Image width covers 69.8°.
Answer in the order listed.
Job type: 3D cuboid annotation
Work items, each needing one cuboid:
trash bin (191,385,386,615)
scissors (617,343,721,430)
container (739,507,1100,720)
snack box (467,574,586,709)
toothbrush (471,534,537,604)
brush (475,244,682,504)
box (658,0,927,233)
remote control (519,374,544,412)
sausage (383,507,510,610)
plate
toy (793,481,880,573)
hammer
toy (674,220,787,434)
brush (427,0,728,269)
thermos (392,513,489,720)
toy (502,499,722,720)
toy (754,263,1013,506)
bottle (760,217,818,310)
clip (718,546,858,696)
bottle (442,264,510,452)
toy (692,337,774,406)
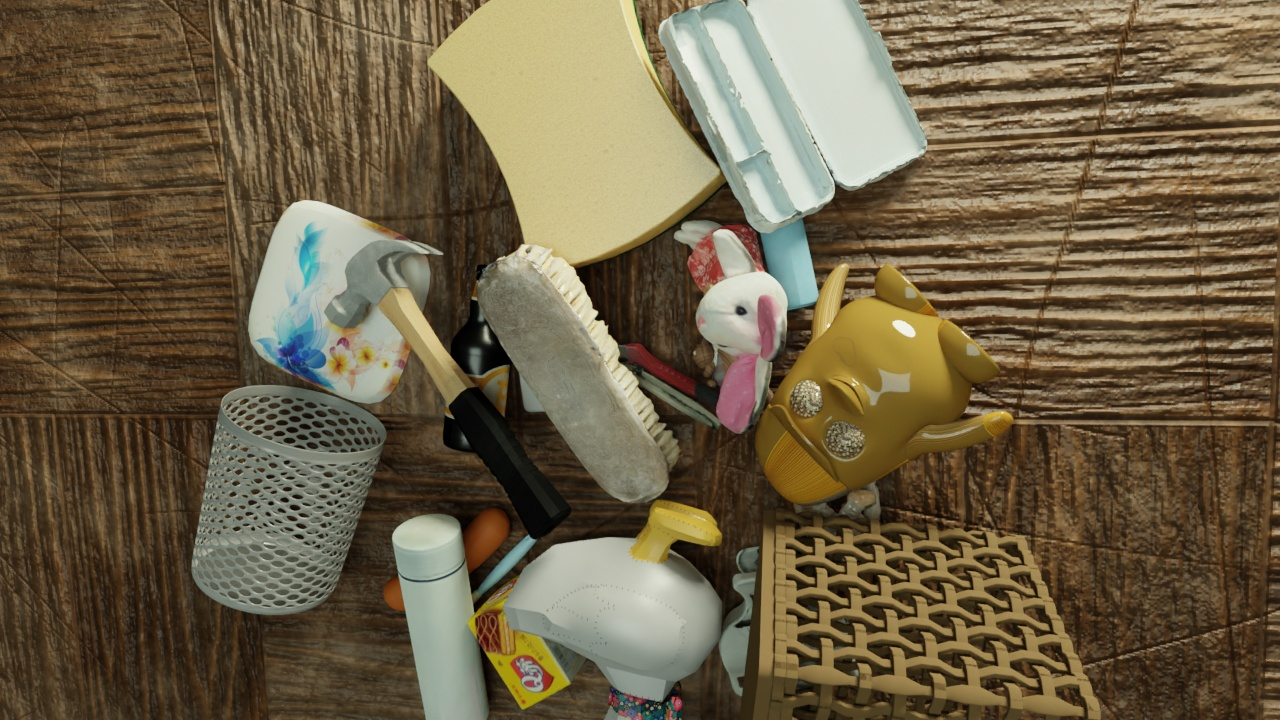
[{"bbox_3d":[-0.357,0.140,0.921,0.156,0.156,0.183,21,103,9],"label":"trash bin"},{"bbox_3d":[-0.001,0.002,0.879,0.188,0.015,0.147,51,141,-11],"label":"scissors"},{"bbox_3d":[0.192,0.286,0.733,0.214,0.219,0.252,6,113,6],"label":"container"},{"bbox_3d":[-0.109,0.274,0.916,0.061,0.083,0.106,-33,90,15],"label":"snack box"},{"bbox_3d":[-0.160,0.231,0.957,0.155,0.022,0.016,-45,128,14],"label":"toothbrush"},{"bbox_3d":[-0.053,0.017,0.845,0.083,0.056,0.271,-24,110,25],"label":"brush"},{"bbox_3d":[0.134,-0.236,0.807,0.192,0.061,0.210,-29,91,-16],"label":"box"},{"bbox_3d":[-0.105,-0.021,0.914,0.045,0.008,0.146,-4,96,26],"label":"remote control"},{"bbox_3d":[-0.199,0.209,0.951,0.164,0.039,0.044,-37,91,14],"label":"sausage"},{"bbox_3d":[-0.321,-0.060,0.957,0.187,0.016,0.187,23,101,9],"label":"plate"},{"bbox_3d":[0.192,0.153,0.850,0.085,0.074,0.106,-17,97,1],"label":"toy"},{"bbox_3d":[-0.175,0.023,0.862,0.131,0.039,0.328,-45,73,23],"label":"hammer"},{"bbox_3d":[0.083,-0.052,0.802,0.084,0.159,0.194,-6,57,-15],"label":"toy"},{"bbox_3d":[-0.055,-0.221,0.848,0.195,0.075,0.250,-26,90,14],"label":"brush"},{"bbox_3d":[-0.197,0.266,0.915,0.068,0.067,0.230,1,113,12],"label":"thermos"},{"bbox_3d":[-0.007,0.261,0.845,0.247,0.141,0.267,20,88,3],"label":"toy"},{"bbox_3d":[0.181,0.035,0.780,0.203,0.162,0.198,-46,65,11],"label":"toy"},{"bbox_3d":[0.131,-0.112,0.838,0.040,0.040,0.130,-12,94,14],"label":"bottle"},{"bbox_3d":[0.133,0.250,0.876,0.125,0.074,0.144,-14,99,11],"label":"clip"},{"bbox_3d":[-0.158,-0.003,0.906,0.059,0.059,0.182,8,98,11],"label":"bottle"},{"bbox_3d":[0.087,0.013,0.863,0.055,0.041,0.102,-30,82,-5],"label":"toy"}]
